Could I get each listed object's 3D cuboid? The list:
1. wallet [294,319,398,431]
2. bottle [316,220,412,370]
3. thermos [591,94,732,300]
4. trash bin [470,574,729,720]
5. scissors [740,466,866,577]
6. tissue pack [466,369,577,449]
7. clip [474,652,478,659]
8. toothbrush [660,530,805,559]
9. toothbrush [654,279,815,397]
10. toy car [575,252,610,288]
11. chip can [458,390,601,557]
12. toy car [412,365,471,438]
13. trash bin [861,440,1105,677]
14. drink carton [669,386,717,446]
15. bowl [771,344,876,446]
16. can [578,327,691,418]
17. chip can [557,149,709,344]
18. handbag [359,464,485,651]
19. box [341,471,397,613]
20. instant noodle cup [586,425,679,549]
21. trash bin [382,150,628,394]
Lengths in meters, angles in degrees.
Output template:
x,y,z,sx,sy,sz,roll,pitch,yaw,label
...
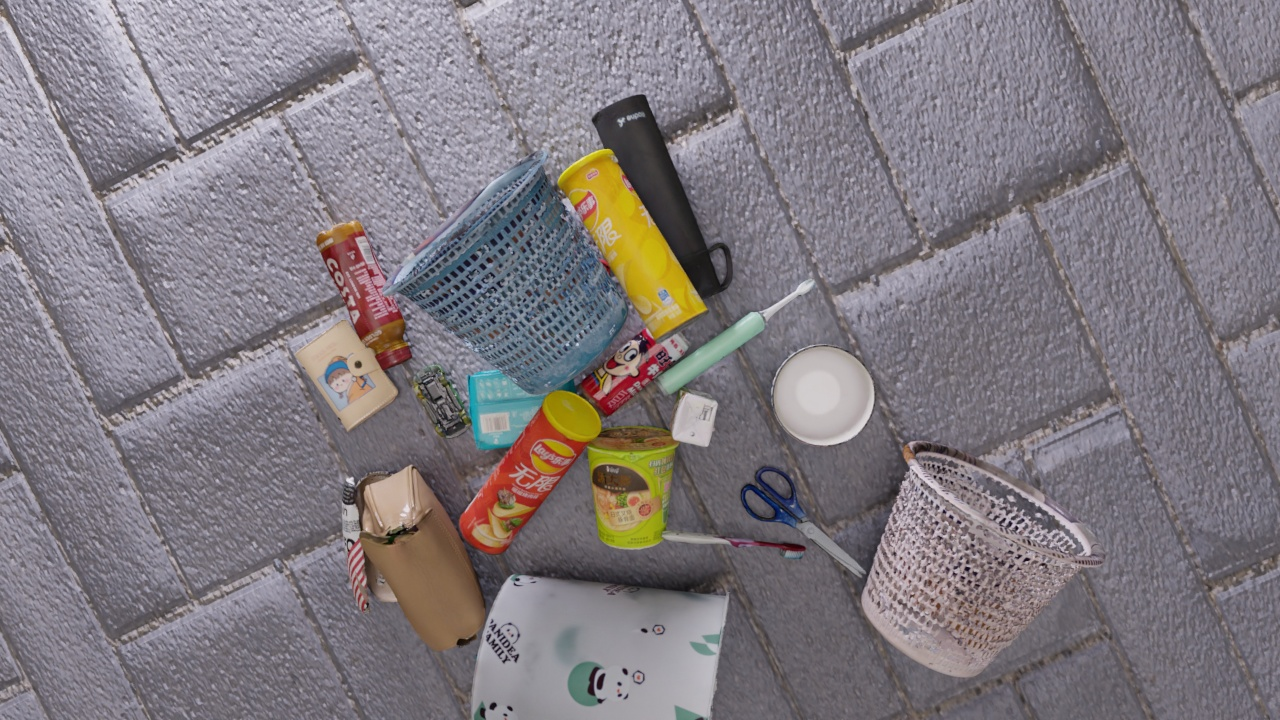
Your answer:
x,y,z,sx,sy,sz,roll,pitch,yaw,label
-0.354,0.016,1.115,0.087,0.024,0.115,-34,90,10,wallet
-0.324,-0.075,1.088,0.057,0.057,0.175,-23,92,4,bottle
0.031,-0.184,1.065,0.089,0.068,0.242,-25,94,-22,thermos
-0.040,0.354,1.027,0.252,0.229,0.229,8,94,8,trash bin
0.185,0.202,1.072,0.108,0.012,0.174,-29,70,12,scissors
-0.137,0.053,1.091,0.133,0.050,0.093,-6,92,3,tissue pack
-0.182,0.352,1.131,0.056,0.014,0.039,-45,90,3,clip
0.110,0.216,1.077,0.187,0.016,0.017,10,106,-19,toothbrush
0.112,-0.030,1.071,0.224,0.027,0.026,-35,69,-3,toothbrush
-0.087,-0.111,1.088,0.106,0.031,0.049,20,95,0,toy car
-0.130,0.131,1.048,0.073,0.073,0.217,39,117,0,chip can
-0.237,0.049,1.102,0.043,0.036,0.091,-28,91,3,toy car
0.352,0.226,1.008,0.227,0.227,0.192,24,107,1,trash bin
0.061,0.063,1.045,0.045,0.122,0.053,14,92,0,drink carton
0.208,0.039,1.063,0.116,0.066,0.116,0,93,4,bowl
-0.006,0.006,1.079,0.133,0.053,0.053,-40,91,5,can
-0.009,-0.125,1.012,0.072,0.072,0.213,-31,87,4,chip can
-0.249,0.229,1.044,0.099,0.148,0.204,-27,110,-8,handbag
-0.313,0.216,1.107,0.088,0.076,0.162,-9,92,-24,box
-0.009,0.150,1.067,0.112,0.111,0.123,0,101,3,instant noodle cup
-0.128,-0.078,0.988,0.226,0.226,0.195,-39,109,4,trash bin
